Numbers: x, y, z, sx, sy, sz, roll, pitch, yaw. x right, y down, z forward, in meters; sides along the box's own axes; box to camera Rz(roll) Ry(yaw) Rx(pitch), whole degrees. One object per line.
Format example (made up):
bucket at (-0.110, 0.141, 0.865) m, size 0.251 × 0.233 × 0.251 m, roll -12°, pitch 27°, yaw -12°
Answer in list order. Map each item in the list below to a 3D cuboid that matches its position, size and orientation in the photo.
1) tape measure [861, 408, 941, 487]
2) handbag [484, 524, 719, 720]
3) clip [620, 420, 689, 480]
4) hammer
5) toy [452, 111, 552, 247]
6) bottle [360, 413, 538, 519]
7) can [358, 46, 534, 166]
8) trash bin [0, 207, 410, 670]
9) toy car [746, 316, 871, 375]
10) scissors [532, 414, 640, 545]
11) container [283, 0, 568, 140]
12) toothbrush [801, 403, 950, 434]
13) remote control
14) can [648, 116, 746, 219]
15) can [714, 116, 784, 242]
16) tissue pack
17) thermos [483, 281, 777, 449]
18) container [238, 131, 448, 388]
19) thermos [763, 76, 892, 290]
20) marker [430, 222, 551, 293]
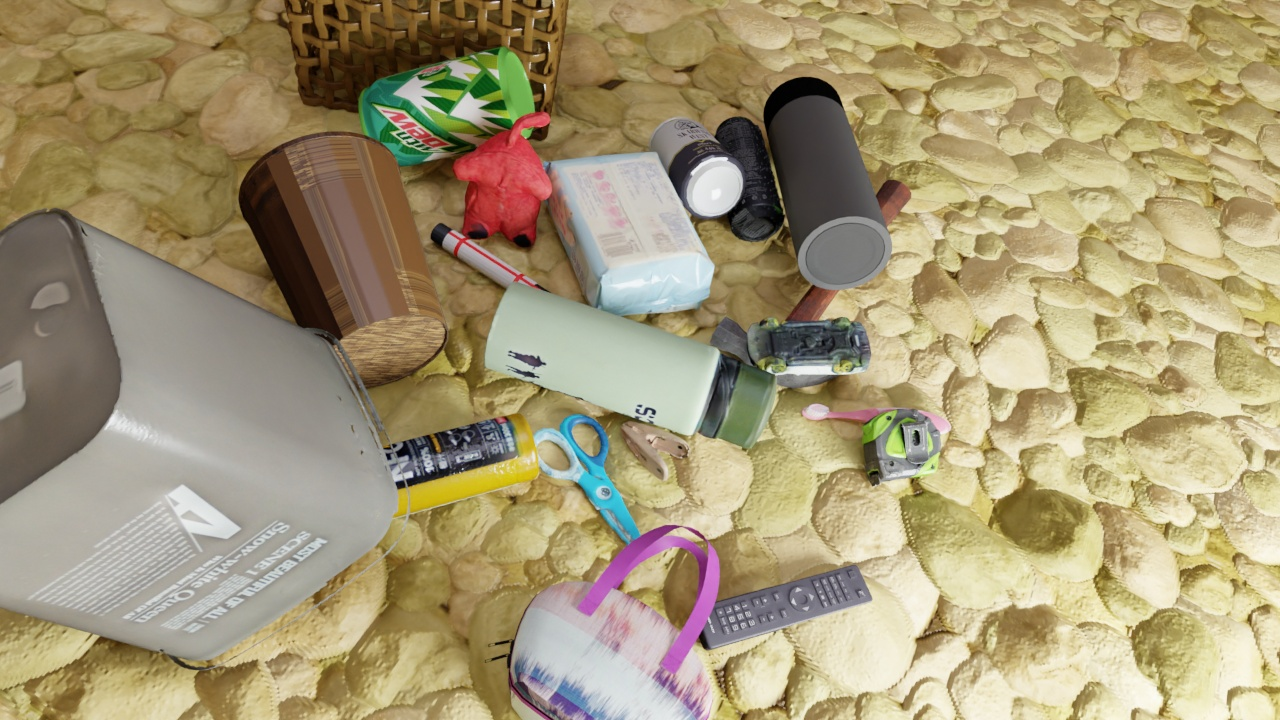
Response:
tape measure at (0.218, 0.069, 0.761) m, size 0.065 × 0.036 × 0.058 m, roll -9°, pitch 76°, yaw -16°
handbag at (-0.005, 0.183, 0.628) m, size 0.144 × 0.068 × 0.169 m, roll 31°, pitch 53°, yaw 13°
clip at (0.007, 0.073, 0.735) m, size 0.060 × 0.024 × 0.039 m, roll 19°, pitch 50°, yaw 15°
hammer at (0.189, -0.085, 0.879) m, size 0.111 × 0.028 × 0.299 m, roll 32°, pitch 55°, yaw 13°
toy at (-0.120, -0.179, 0.828) m, size 0.088 × 0.133 × 0.093 m, roll 16°, pitch 44°, yaw -13°
bottle at (-0.170, 0.085, 0.671) m, size 0.186 × 0.053 × 0.053 m, roll -14°, pitch 59°, yaw -20°
can at (-0.178, -0.232, 0.849) m, size 0.144 × 0.083 × 0.082 m, roll -10°, pitch 54°, yaw 13°
trash bin at (-0.289, 0.048, 0.531) m, size 0.197 × 0.220 × 0.197 m, roll -34°, pitch 63°, yaw 0°
toy car at (0.141, -0.010, 0.777) m, size 0.105 × 0.033 × 0.048 m, roll 0°, pitch 60°, yaw -4°
scissors at (-0.033, 0.099, 0.715) m, size 0.066 × 0.015 × 0.135 m, roll -24°, pitch 60°, yaw -27°
container at (-0.197, -0.388, 0.901) m, size 0.251 × 0.215 × 0.219 m, roll 8°, pitch 54°, yaw -6°
toothbrush at (0.206, 0.050, 0.793) m, size 0.135 × 0.016 × 0.021 m, roll 6°, pitch 68°, yaw -6°
remote control at (0.106, 0.183, 0.680) m, size 0.136 × 0.015 × 0.032 m, roll -10°, pitch 58°, yaw -18°
can at (0.051, -0.190, 0.887) m, size 0.064 × 0.064 × 0.127 m, roll -8°, pitch 37°, yaw -17°
can at (0.106, -0.181, 0.913) m, size 0.054 × 0.054 × 0.137 m, roll 0°, pitch 55°, yaw -11°
tissue pack at (-0.016, -0.118, 0.837) m, size 0.112 × 0.070 × 0.181 m, roll -11°, pitch 56°, yaw -18°
thermos at (-0.004, 0.004, 0.748) m, size 0.231 × 0.082 × 0.082 m, roll 18°, pitch 54°, yaw 3°
container at (-0.230, -0.075, 0.734) m, size 0.132 × 0.132 × 0.167 m, roll -18°, pitch 66°, yaw -22°
thermos at (0.174, -0.178, 0.884) m, size 0.082 × 0.082 × 0.239 m, roll 5°, pitch 45°, yaw -8°
marker at (-0.125, -0.079, 0.817) m, size 0.145 × 0.019 × 0.019 m, roll 33°, pitch 55°, yaw 12°
